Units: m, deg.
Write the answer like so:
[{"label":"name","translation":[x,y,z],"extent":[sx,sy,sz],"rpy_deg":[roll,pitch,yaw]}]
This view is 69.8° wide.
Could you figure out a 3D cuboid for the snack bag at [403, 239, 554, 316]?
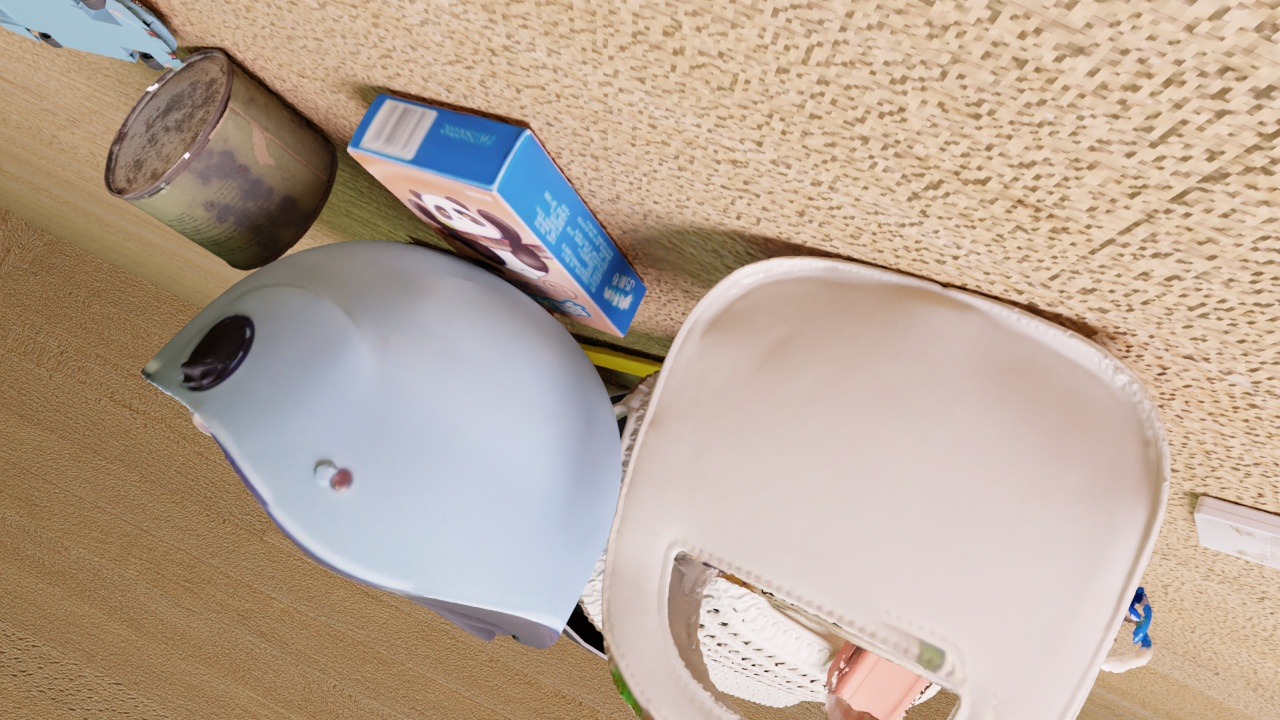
[{"label":"snack bag","translation":[-0.126,0.022,0.677],"extent":[0.139,0.066,0.208],"rpy_deg":[32,132,30]}]

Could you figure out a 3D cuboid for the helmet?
[{"label":"helmet","translation":[-0.122,0.029,0.489],"extent":[0.266,0.166,0.225],"rpy_deg":[22,163,30]}]

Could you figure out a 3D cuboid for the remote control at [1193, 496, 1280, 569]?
[{"label":"remote control","translation":[0.308,0.089,0.380],"extent":[0.136,0.011,0.050],"rpy_deg":[16,164,40]}]

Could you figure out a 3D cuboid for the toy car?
[{"label":"toy car","translation":[-0.275,-0.176,0.451],"extent":[0.108,0.027,0.060],"rpy_deg":[14,166,9]}]

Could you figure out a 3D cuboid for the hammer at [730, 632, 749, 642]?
[{"label":"hammer","translation":[0.034,0.239,0.873],"extent":[0.177,0.079,0.326],"rpy_deg":[18,160,49]}]

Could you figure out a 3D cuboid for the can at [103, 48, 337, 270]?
[{"label":"can","translation":[-0.218,-0.104,0.484],"extent":[0.090,0.089,0.074],"rpy_deg":[17,165,38]}]

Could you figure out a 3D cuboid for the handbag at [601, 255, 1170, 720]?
[{"label":"handbag","translation":[0.086,0.076,0.353],"extent":[0.201,0.199,0.093],"rpy_deg":[23,172,28]}]

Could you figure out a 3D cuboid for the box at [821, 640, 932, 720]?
[{"label":"box","translation":[0.141,0.111,0.431],"extent":[0.059,0.187,0.056],"rpy_deg":[7,-150,-30]}]

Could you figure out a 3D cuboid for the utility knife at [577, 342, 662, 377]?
[{"label":"utility knife","translation":[-0.004,0.004,0.662],"extent":[0.151,0.017,0.030],"rpy_deg":[17,169,41]}]

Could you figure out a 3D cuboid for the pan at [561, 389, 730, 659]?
[{"label":"pan","translation":[0.070,0.135,0.727],"extent":[0.355,0.204,0.044],"rpy_deg":[9,165,-28]}]

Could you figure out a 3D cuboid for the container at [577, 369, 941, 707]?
[{"label":"container","translation":[0.089,0.114,0.565],"extent":[0.246,0.184,0.143],"rpy_deg":[32,157,-31]}]

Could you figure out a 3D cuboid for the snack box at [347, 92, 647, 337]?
[{"label":"snack box","translation":[-0.062,-0.066,0.449],"extent":[0.087,0.034,0.151],"rpy_deg":[21,167,27]}]
